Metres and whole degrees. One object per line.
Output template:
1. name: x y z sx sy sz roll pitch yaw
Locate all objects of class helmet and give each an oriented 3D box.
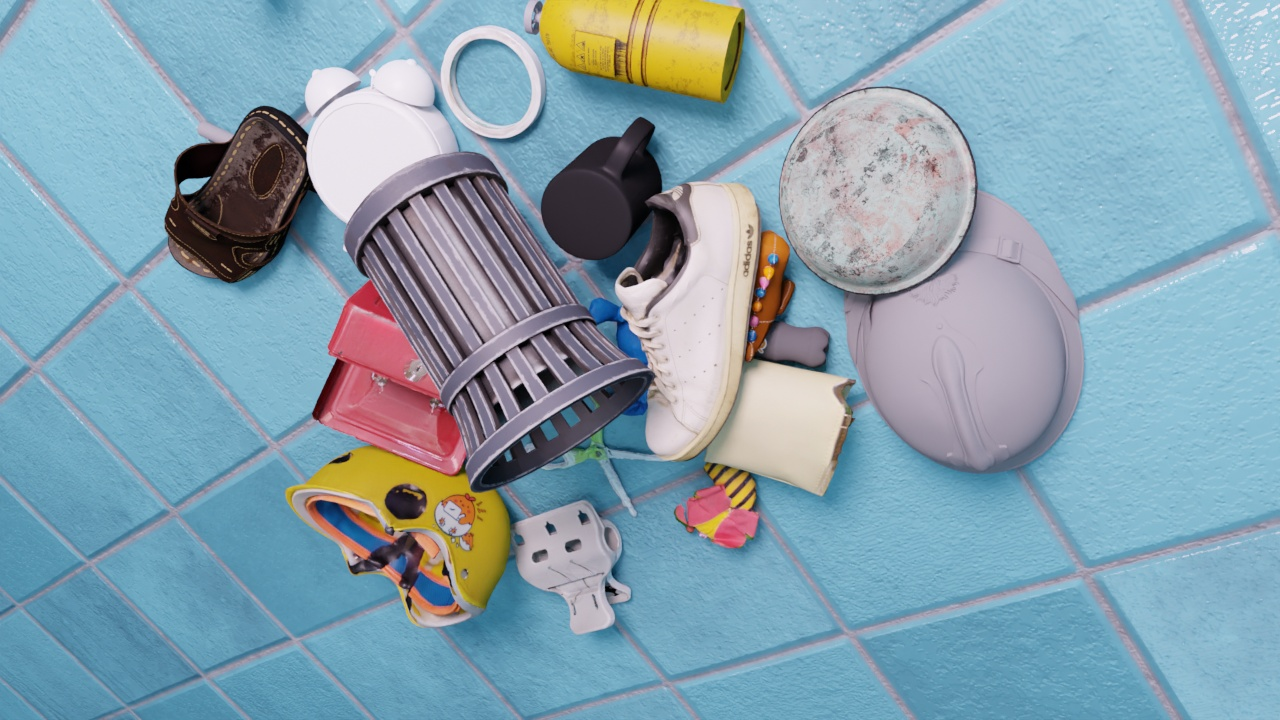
1. helmet: -0.240 0.166 0.989 0.240 0.139 0.210 40 144 -5
2. helmet: 0.253 0.005 0.729 0.184 0.117 0.271 -13 113 26

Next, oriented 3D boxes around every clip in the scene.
1. clip: -0.072 0.228 1.023 0.125 0.072 0.143 -23 103 32

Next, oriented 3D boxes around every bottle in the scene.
1. bottle: -0.009 -0.247 0.700 0.164 0.070 0.071 15 124 11
2. bottle: 0.111 -0.019 0.815 0.110 0.036 0.036 10 122 14

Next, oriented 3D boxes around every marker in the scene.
1. marker: -0.367 -0.198 0.893 0.140 0.016 0.016 25 125 4

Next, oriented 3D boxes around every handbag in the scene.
1. handbag: 0.125 0.053 0.819 0.119 0.081 0.111 15 135 7

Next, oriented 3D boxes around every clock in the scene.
1. clock: -0.227 -0.183 0.823 0.125 0.072 0.161 -2 115 11

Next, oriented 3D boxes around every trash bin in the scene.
1. trash bin: -0.120 -0.037 0.728 0.165 0.163 0.227 -42 76 34

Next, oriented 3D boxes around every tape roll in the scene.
1. tape roll: -0.126 -0.237 0.784 0.093 0.013 0.093 10 122 15

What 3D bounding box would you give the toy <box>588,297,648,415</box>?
1. toy: -0.005 0.005 0.855 0.113 0.070 0.176 -2 129 23

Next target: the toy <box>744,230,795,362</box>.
1. toy: 0.099 -0.054 0.760 0.070 0.102 0.090 11 138 -4

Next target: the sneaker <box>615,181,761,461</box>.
1. sneaker: 0.025 -0.028 0.750 0.102 0.089 0.242 2 107 -30

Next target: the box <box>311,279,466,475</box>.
1. box: -0.209 0.007 0.859 0.157 0.153 0.169 22 164 -9

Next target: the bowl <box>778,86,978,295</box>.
1. bowl: 0.168 -0.126 0.692 0.158 0.038 0.157 8 105 34

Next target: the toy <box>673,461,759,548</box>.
1. toy: 0.081 0.149 0.926 0.084 0.046 0.104 28 121 19

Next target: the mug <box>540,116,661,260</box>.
1. mug: -0.023 -0.148 0.755 0.078 0.087 0.114 32 125 -1

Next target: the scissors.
1. scissors: -0.046 0.096 0.959 0.174 0.022 0.171 -16 111 22

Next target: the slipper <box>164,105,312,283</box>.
1. slipper: -0.398 -0.146 0.886 0.113 0.075 0.269 47 133 -15
